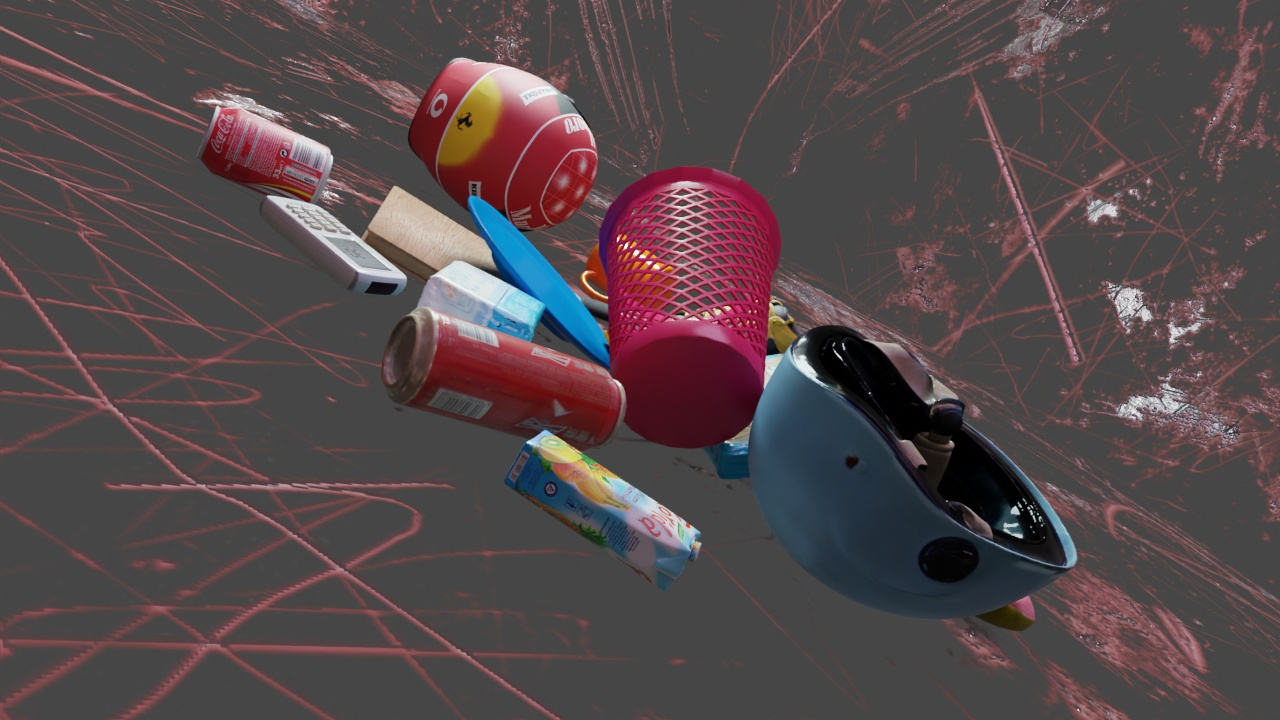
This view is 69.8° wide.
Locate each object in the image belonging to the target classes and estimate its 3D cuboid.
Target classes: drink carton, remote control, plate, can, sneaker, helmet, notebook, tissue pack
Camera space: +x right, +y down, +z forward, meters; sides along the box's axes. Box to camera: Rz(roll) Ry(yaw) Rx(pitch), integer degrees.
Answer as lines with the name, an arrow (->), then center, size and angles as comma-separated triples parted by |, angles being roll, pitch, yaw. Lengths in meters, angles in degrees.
drink carton -> -0.022, 0.094, 0.580 | 0.129, 0.039, 0.044 | 33, 15, 7
remote control -> -0.027, -0.056, 1.105 | 0.151, 0.020, 0.041 | 15, 20, -42
plate -> -0.100, -0.069, 0.912 | 0.224, 0.024, 0.224 | 49, 6, -8
can -> -0.342, -0.185, 0.837 | 0.104, 0.064, 0.064 | 22, 17, -29
remote control -> -0.261, -0.097, 0.777 | 0.138, 0.025, 0.060 | 37, 16, 23
sneaker -> 0.097, -0.031, 1.064 | 0.238, 0.122, 0.086 | 28, 14, -14
helmet -> 0.199, 0.101, 0.721 | 0.265, 0.167, 0.225 | 31, 26, -3
notebook -> -0.188, -0.104, 0.923 | 0.169, 0.022, 0.210 | 30, 14, -18
can -> -0.092, 0.017, 0.644 | 0.170, 0.067, 0.067 | 19, 18, -35
helmet -> -0.166, -0.277, 1.226 | 0.224, 0.198, 0.270 | 33, 7, 12
tissue pack -> -0.132, -0.031, 0.740 | 0.093, 0.062, 0.144 | 27, 11, -8

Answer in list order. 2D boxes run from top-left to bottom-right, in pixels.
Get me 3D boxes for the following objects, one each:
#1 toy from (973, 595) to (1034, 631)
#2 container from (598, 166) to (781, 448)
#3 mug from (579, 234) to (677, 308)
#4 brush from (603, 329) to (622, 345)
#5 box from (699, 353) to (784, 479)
toy -> 0.301, 0.199, 0.830 | 0.110, 0.051, 0.090 | 28, 14, -4
container -> 0.044, -0.042, 0.843 | 0.183, 0.184, 0.225 | 26, 37, -17
mug -> -0.023, -0.104, 1.189 | 0.096, 0.078, 0.112 | 37, 44, 25
brush -> -0.005, 0.006, 0.922 | 0.048, 0.017, 0.126 | 43, 9, -28
box -> 0.123, 0.041, 0.912 | 0.181, 0.039, 0.226 | -4, 26, -17
